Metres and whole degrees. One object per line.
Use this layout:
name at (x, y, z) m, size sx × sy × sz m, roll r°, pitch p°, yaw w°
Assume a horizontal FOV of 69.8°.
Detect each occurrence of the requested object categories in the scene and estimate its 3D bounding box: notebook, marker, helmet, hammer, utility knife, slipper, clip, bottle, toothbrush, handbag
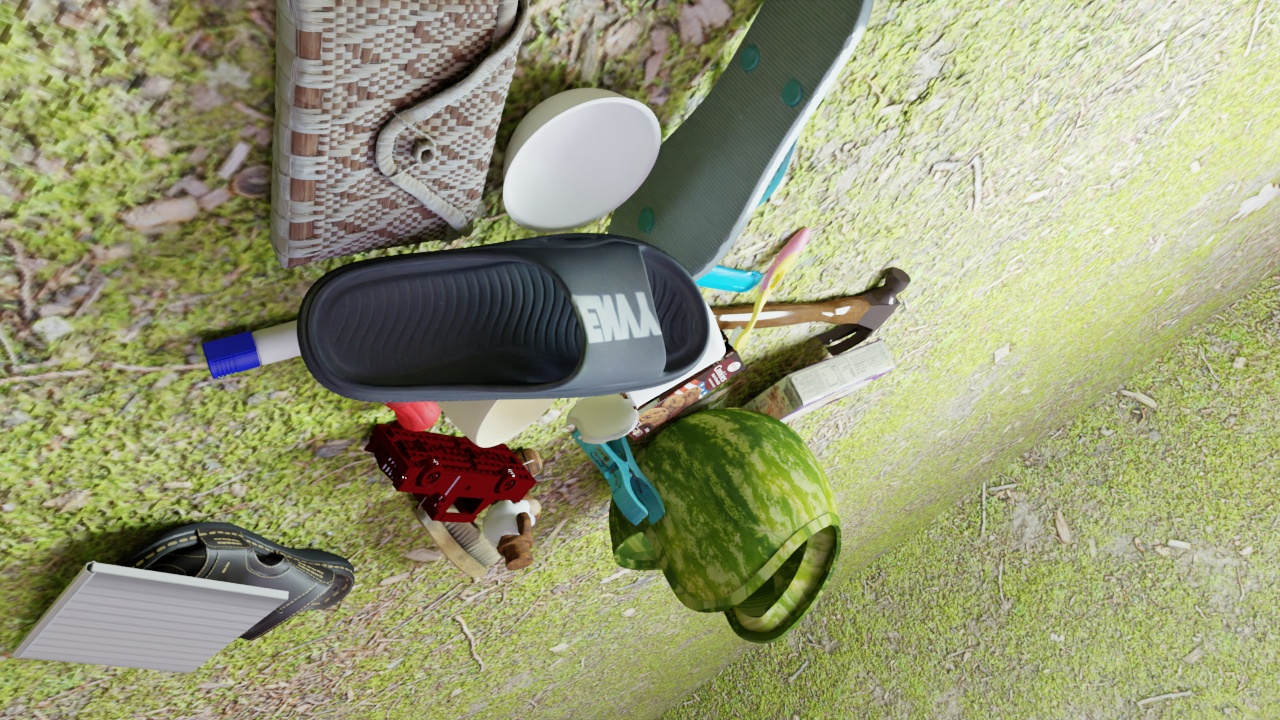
notebook at (-0.397, 0.213, 0.737) m, size 0.142 × 0.009 × 0.210 m, roll 21°, pitch 137°, yaw -36°
marker at (-0.220, -0.019, 0.614) m, size 0.133 × 0.023 × 0.027 m, roll -18°, pitch 164°, yaw -26°
helmet at (0.093, 0.170, 1.036) m, size 0.243 × 0.247 × 0.213 m, roll -53°, pitch 142°, yaw -4°
hammer at (0.168, -0.048, 0.978) m, size 0.322 × 0.033 × 0.116 m, roll -6°, pitch 141°, yaw -41°
utility knife at (0.056, -0.079, 0.819) m, size 0.031 × 0.015 × 0.205 m, roll -47°, pitch 154°, yaw 25°
slipper at (0.072, -0.146, 0.631) m, size 0.054 × 0.098 × 0.270 m, roll 0°, pitch 138°, yaw -46°
clip at (-0.028, 0.116, 0.946) m, size 0.028 × 0.127 × 0.113 m, roll -46°, pitch 160°, yaw 26°
slipper at (-0.070, -0.030, 0.568) m, size 0.267 × 0.110 × 0.083 m, roll -4°, pitch 177°, yaw -22°
slipper at (-0.340, 0.202, 0.803) m, size 0.113 × 0.075 × 0.268 m, roll -34°, pitch 154°, yaw 5°
bottle at (-0.186, 0.016, 0.698) m, size 0.036 × 0.036 × 0.119 m, roll -29°, pitch 153°, yaw -8°
toothbrush at (0.123, -0.069, 0.879) m, size 0.021 × 0.016 × 0.135 m, roll 21°, pitch 104°, yaw -43°
handbag at (-0.134, -0.126, 0.500) m, size 0.124 × 0.047 × 0.186 m, roll -13°, pitch 148°, yaw -31°

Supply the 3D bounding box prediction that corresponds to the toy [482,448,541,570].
toy at (-0.127, 0.152, 0.917) m, size 0.067 × 0.112 × 0.087 m, roll -3°, pitch 143°, yaw -26°

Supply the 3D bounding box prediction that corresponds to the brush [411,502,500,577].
brush at (-0.189, 0.182, 0.954) m, size 0.043 × 0.059 × 0.195 m, roll -39°, pitch 153°, yaw -12°

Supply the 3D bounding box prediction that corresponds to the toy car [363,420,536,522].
toy car at (-0.172, 0.101, 0.819) m, size 0.062 × 0.070 × 0.169 m, roll -52°, pitch 150°, yaw 11°

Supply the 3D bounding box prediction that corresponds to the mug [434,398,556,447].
mug at (-0.108, -0.007, 0.674) m, size 0.096 × 0.100 × 0.120 m, roll -53°, pitch 163°, yaw 24°

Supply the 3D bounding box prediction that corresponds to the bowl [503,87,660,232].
bowl at (-0.045, -0.135, 0.585) m, size 0.109 × 0.040 × 0.110 m, roll -25°, pitch 153°, yaw -14°

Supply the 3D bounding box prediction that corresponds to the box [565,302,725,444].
box at (-0.005, 0.008, 0.824) m, size 0.166 × 0.083 × 0.092 m, roll -30°, pitch 136°, yaw -2°

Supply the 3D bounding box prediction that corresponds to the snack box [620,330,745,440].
snack box at (0.039, 0.026, 0.962) m, size 0.141 × 0.031 × 0.051 m, roll -34°, pitch 154°, yaw 3°

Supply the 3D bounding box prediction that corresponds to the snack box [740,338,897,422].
snack box at (0.209, 0.035, 1.107) m, size 0.143 × 0.040 × 0.148 m, roll -20°, pitch 168°, yaw -23°
